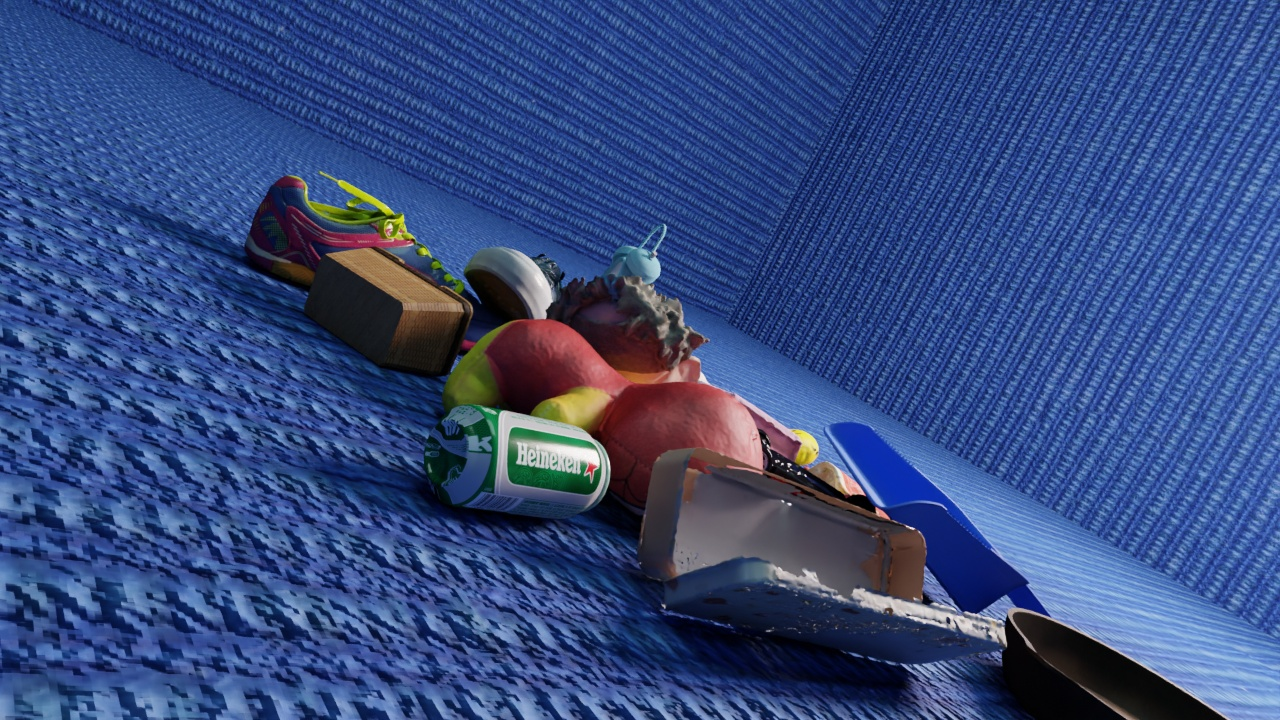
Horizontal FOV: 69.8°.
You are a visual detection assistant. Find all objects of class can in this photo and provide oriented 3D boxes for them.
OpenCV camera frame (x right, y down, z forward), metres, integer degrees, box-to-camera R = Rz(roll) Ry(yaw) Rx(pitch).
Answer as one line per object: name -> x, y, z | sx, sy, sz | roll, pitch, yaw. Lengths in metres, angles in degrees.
can -> -0.065, 0.055, 0.488 | 0.053, 0.053, 0.101 | 33, 10, 40

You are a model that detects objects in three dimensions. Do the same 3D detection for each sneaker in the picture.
sneaker -> -0.203, -0.079, 0.782 | 0.241, 0.091, 0.116 | 24, 5, -27
sneaker -> -0.109, -0.074, 0.876 | 0.087, 0.079, 0.236 | 43, -10, 0

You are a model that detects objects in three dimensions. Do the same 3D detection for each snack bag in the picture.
snack bag -> 0.234, 0.150, 0.982 | 0.155, 0.044, 0.087 | 27, -1, -41

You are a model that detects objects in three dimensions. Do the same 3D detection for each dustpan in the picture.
dustpan -> 0.273, 0.168, 0.779 | 0.257, 0.059, 0.245 | 52, 7, -7

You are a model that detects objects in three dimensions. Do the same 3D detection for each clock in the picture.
clock -> -0.010, -0.079, 0.888 | 0.042, 0.123, 0.087 | 34, 1, -17

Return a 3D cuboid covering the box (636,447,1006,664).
box -> 0.103, 0.114, 0.530 | 0.216, 0.095, 0.107 | 23, 43, -33

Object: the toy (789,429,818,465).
toy -> 0.144, 0.092, 0.979 | 0.094, 0.041, 0.095 | 4, -4, 27

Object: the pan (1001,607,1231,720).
pan -> 0.362, 0.269, 0.561 | 0.248, 0.043, 0.356 | 25, 8, -19

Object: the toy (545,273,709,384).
toy -> -0.004, 0.004, 0.717 | 0.133, 0.176, 0.076 | 11, 44, 27

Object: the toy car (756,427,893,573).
toy car -> 0.135, 0.114, 0.760 | 0.189, 0.056, 0.081 | 35, 6, 2

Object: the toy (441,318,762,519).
toy -> -0.015, 0.043, 0.614 | 0.216, 0.099, 0.147 | 24, 14, 16

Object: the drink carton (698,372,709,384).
drink carton -> 0.086, 0.054, 1.150 | 0.069, 0.039, 0.122 | 22, 15, -30

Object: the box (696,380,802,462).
box -> 0.073, 0.057, 0.931 | 0.098, 0.046, 0.233 | 35, -5, -19

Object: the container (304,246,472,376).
container -> -0.190, -0.038, 0.676 | 0.114, 0.063, 0.061 | 30, 15, 24
